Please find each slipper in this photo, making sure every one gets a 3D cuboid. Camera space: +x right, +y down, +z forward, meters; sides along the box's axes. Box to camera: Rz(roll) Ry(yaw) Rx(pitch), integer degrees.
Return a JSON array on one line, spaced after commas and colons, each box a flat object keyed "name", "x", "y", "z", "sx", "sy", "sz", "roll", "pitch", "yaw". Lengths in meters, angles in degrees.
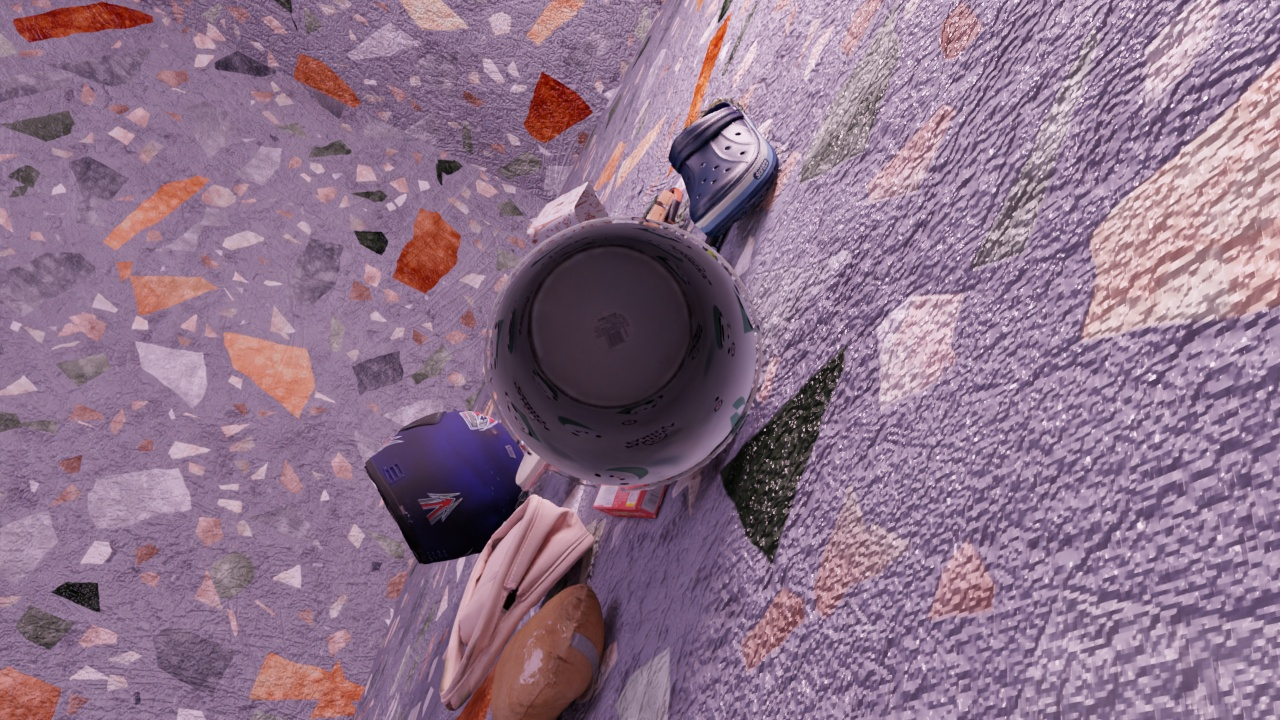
[{"name": "slipper", "x": -0.078, "y": 0.068, "z": 1.268, "sx": 0.274, "sy": 0.054, "sz": 0.114, "roll": -56, "pitch": 15, "yaw": -9}, {"name": "slipper", "x": 0.085, "y": -0.238, "z": 1.039, "sx": 0.105, "sy": 0.095, "sz": 0.252, "roll": -43, "pitch": 24, "yaw": 27}]

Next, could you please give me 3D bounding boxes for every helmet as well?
[{"name": "helmet", "x": -0.316, "y": 0.202, "z": 1.553, "sx": 0.240, "sy": 0.247, "sz": 0.316, "roll": -28, "pitch": 8, "yaw": -19}]

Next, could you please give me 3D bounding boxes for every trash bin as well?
[{"name": "trash bin", "x": -0.023, "y": -0.021, "z": 0.875, "sx": 0.229, "sy": 0.229, "sz": 0.252, "roll": -64, "pitch": 8, "yaw": 6}]

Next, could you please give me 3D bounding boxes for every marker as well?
[{"name": "marker", "x": 0.082, "y": -0.133, "z": 1.075, "sx": 0.022, "sy": 0.020, "sz": 0.132, "roll": 27, "pitch": 94, "yaw": 38}]

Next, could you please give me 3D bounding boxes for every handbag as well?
[{"name": "handbag", "x": -0.158, "y": 0.280, "z": 1.028, "sx": 0.194, "sy": 0.093, "sz": 0.233, "roll": -50, "pitch": 8, "yaw": 48}]

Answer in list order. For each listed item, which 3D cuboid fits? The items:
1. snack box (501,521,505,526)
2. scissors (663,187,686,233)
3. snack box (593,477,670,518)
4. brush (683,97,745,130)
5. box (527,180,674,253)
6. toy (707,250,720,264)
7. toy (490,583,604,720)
[{"name": "snack box", "x": -0.196, "y": 0.315, "z": 1.305, "sx": 0.074, "sy": 0.051, "sz": 0.174, "roll": -60, "pitch": 14, "yaw": 26}, {"name": "scissors", "x": 0.035, "y": -0.195, "z": 1.381, "sx": 0.190, "sy": 0.015, "sz": 0.225, "roll": -50, "pitch": 19, "yaw": 48}, {"name": "snack box", "x": -0.006, "y": 0.124, "z": 0.954, "sx": 0.075, "sy": 0.025, "sz": 0.153, "roll": -68, "pitch": 13, "yaw": -15}, {"name": "brush", "x": 0.095, "y": -0.298, "z": 1.229, "sx": 0.073, "sy": 0.063, "sz": 0.146, "roll": -64, "pitch": 14, "yaw": -12}, {"name": "box", "x": -0.035, "y": -0.182, "z": 1.315, "sx": 0.185, "sy": 0.154, "sz": 0.182, "roll": -27, "pitch": 19, "yaw": 16}, {"name": "toy", "x": 0.062, "y": -0.077, "z": 1.026, "sx": 0.100, "sy": 0.031, "sz": 0.096, "roll": -163, "pitch": 87, "yaw": -69}, {"name": "toy", "x": -0.102, "y": 0.308, "z": 0.907, "sx": 0.143, "sy": 0.082, "sz": 0.227, "roll": -57, "pitch": 3, "yaw": -36}]
